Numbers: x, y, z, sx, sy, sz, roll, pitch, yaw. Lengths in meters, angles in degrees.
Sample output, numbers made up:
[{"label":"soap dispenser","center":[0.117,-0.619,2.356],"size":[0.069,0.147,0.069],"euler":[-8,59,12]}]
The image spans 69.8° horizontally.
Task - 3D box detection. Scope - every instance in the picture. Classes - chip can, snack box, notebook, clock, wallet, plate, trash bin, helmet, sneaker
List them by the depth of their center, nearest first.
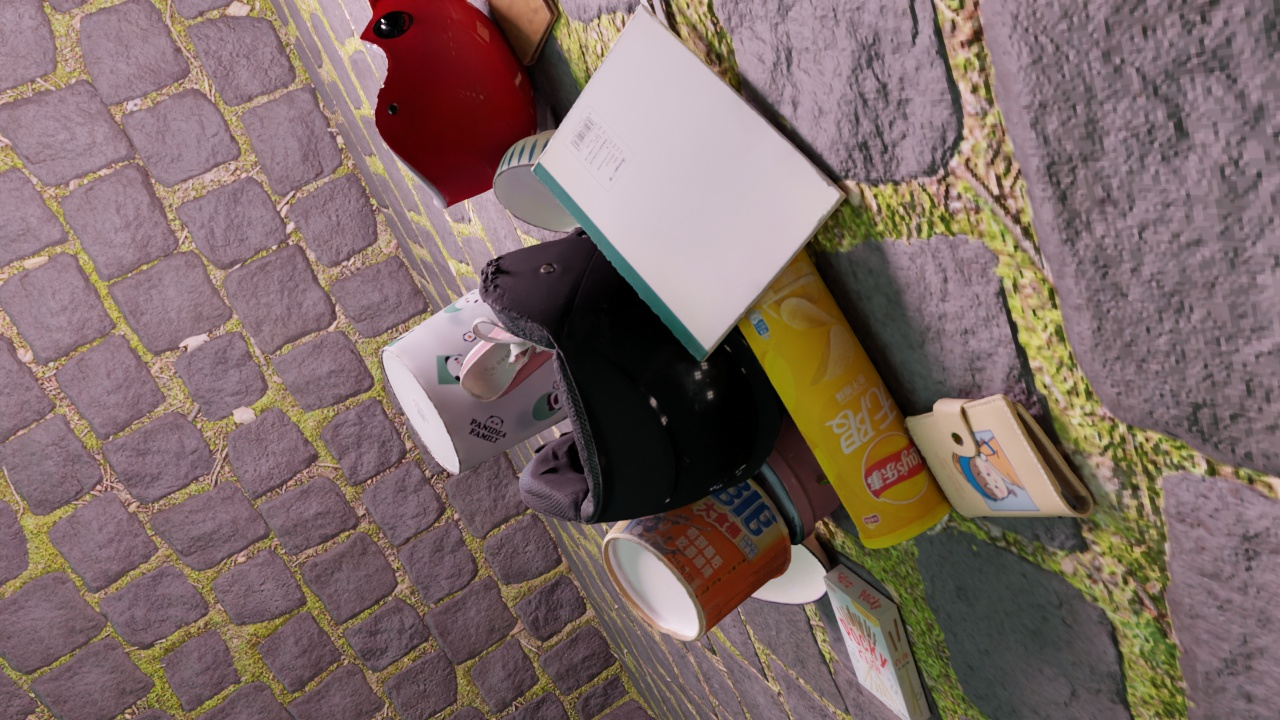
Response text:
[{"label":"wallet","center":[0.214,0.059,0.565],"size":[0.087,0.024,0.115],"euler":[54,165,0]},{"label":"notebook","center":[0.022,-0.124,0.636],"size":[0.209,0.012,0.151],"euler":[50,118,21]},{"label":"chip can","center":[0.137,0.023,0.646],"size":[0.213,0.072,0.072],"euler":[60,165,1]},{"label":"helmet","center":[-0.005,0.005,0.769],"size":[0.274,0.230,0.234],"euler":[-93,0,-54]},{"label":"clock","center":[0.120,0.092,0.844],"size":[0.158,0.059,0.117],"euler":[44,159,39]},{"label":"wallet","center":[-0.118,-0.344,0.862],"size":[0.101,0.020,0.115],"euler":[59,162,-4]},{"label":"snack box","center":[0.232,0.281,0.899],"size":[0.085,0.026,0.157],"euler":[32,150,59]},{"label":"helmet","center":[-0.186,-0.286,0.953],"size":[0.207,0.144,0.239],"euler":[60,-165,-70]},{"label":"plate","center":[0.111,0.191,0.965],"size":[0.192,0.038,0.193],"euler":[19,147,13]},{"label":"sneaker","center":[-0.109,-0.037,0.997],"size":[0.118,0.241,0.087],"euler":[42,-166,-17]},{"label":"trash bin","center":[-0.176,0.004,1.178],"size":[0.229,0.251,0.230],"euler":[43,151,30]}]

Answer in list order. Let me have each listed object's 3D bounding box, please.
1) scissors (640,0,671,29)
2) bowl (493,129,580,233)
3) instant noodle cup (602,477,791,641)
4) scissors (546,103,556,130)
[{"label":"scissors","center":[0.026,-0.209,0.676],"size":[0.170,0.012,0.144],"euler":[57,164,14]},{"label":"bowl","center":[-0.083,-0.185,0.914],"size":[0.117,0.116,0.066],"euler":[100,180,-67]},{"label":"instant noodle cup","center":[0.045,0.172,0.832],"size":[0.151,0.111,0.152],"euler":[33,143,28]},{"label":"scissors","center":[-0.084,-0.192,1.039],"size":[0.189,0.015,0.224],"euler":[33,148,58]}]
